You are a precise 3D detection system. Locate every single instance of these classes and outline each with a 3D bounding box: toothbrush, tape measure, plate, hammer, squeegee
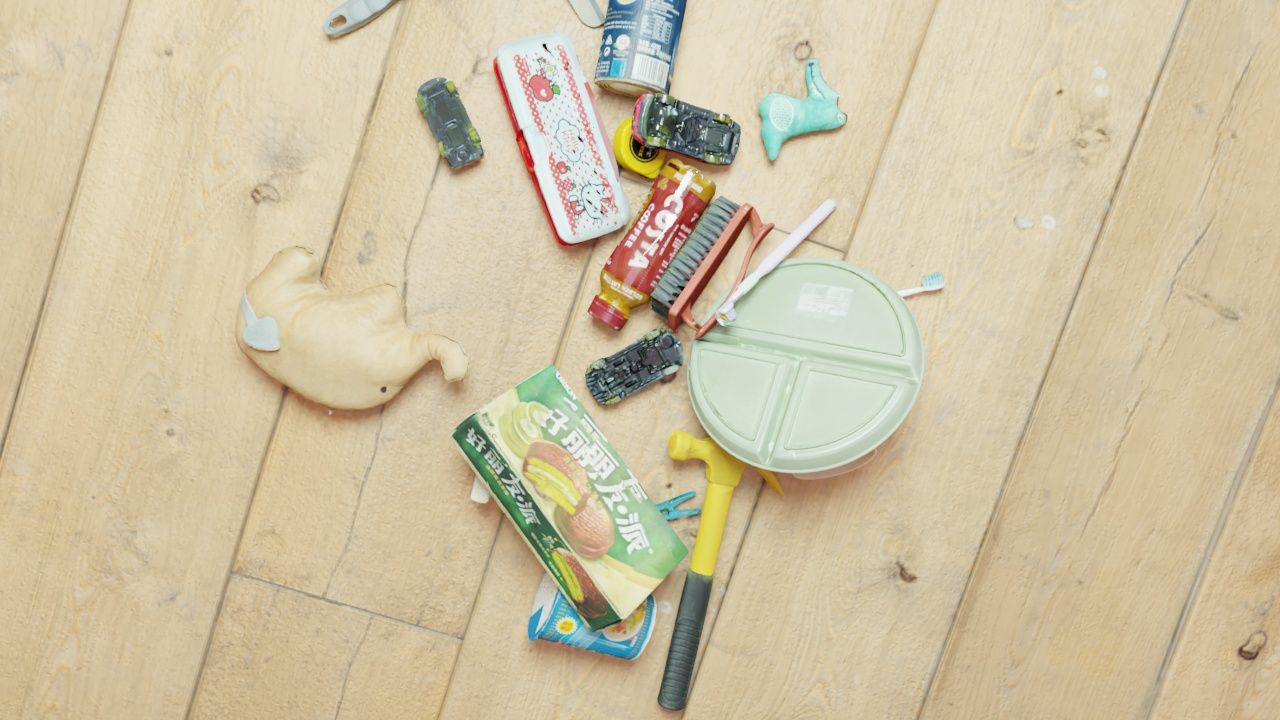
[{"bbox_3d":[0.207,-0.053,0.946,0.224,0.026,0.027,-14,105,-1],"label":"toothbrush"},{"bbox_3d":[0.000,-0.215,0.914,0.057,0.029,0.060,16,94,-32],"label":"tape measure"},{"bbox_3d":[0.153,-0.003,0.882,0.230,0.027,0.229,-8,63,16],"label":"plate"},{"bbox_3d":[0.138,-0.102,0.906,0.021,0.029,0.188,37,66,17],"label":"toothbrush"},{"bbox_3d":[0.064,0.222,0.960,0.128,0.033,0.301,10,98,-14],"label":"hammer"},{"bbox_3d":[-0.199,-0.381,0.886,0.247,0.039,0.246,-28,114,6],"label":"squeegee"}]

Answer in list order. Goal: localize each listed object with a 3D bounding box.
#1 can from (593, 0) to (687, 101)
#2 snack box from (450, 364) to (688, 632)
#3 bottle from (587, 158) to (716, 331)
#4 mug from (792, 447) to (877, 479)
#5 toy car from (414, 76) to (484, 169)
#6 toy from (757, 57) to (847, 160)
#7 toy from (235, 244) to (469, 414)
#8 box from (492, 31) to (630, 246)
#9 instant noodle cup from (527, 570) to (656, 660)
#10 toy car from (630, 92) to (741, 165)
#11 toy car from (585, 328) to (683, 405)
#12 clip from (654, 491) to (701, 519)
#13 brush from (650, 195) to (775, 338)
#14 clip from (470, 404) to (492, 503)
[{"bbox_3d":[0.001,-0.313,0.883,0.075,0.075,0.111,11,96,-4],"label":"can"},{"bbox_3d":[-0.068,0.131,0.893,0.240,0.114,0.063,54,134,1],"label":"snack box"},{"bbox_3d":[0.008,-0.113,0.914,0.057,0.057,0.175,31,93,-6],"label":"bottle"},{"bbox_3d":[0.166,0.060,0.916,0.115,0.081,0.105,-27,59,28],"label":"mug"},{"bbox_3d":[-0.188,-0.234,0.903,0.042,0.035,0.090,-25,91,-2],"label":"toy car"},{"bbox_3d":[0.162,-0.254,0.923,0.092,0.030,0.096,-9,89,-7],"label":"toy"},{"bbox_3d":[-0.282,-0.014,0.900,0.226,0.082,0.143,24,107,-8],"label":"toy"},{"bbox_3d":[-0.074,-0.216,0.895,0.090,0.068,0.201,-20,96,-1],"label":"box"},{"bbox_3d":[-0.046,0.256,0.940,0.110,0.099,0.099,23,94,-13],"label":"instant noodle cup"},{"bbox_3d":[0.042,-0.222,0.890,0.120,0.045,0.053,9,96,-36],"label":"toy car"},{"bbox_3d":[-0.006,0.005,0.940,0.105,0.031,0.049,-28,99,3],"label":"toy car"},{"bbox_3d":[0.035,0.156,0.968,0.056,0.014,0.041,-15,97,-3],"label":"clip"},{"bbox_3d":[0.073,-0.095,0.910,0.069,0.063,0.145,33,80,8],"label":"brush"},{"bbox_3d":[-0.153,0.095,0.942,0.034,0.064,0.098,9,88,-5],"label":"clip"}]
